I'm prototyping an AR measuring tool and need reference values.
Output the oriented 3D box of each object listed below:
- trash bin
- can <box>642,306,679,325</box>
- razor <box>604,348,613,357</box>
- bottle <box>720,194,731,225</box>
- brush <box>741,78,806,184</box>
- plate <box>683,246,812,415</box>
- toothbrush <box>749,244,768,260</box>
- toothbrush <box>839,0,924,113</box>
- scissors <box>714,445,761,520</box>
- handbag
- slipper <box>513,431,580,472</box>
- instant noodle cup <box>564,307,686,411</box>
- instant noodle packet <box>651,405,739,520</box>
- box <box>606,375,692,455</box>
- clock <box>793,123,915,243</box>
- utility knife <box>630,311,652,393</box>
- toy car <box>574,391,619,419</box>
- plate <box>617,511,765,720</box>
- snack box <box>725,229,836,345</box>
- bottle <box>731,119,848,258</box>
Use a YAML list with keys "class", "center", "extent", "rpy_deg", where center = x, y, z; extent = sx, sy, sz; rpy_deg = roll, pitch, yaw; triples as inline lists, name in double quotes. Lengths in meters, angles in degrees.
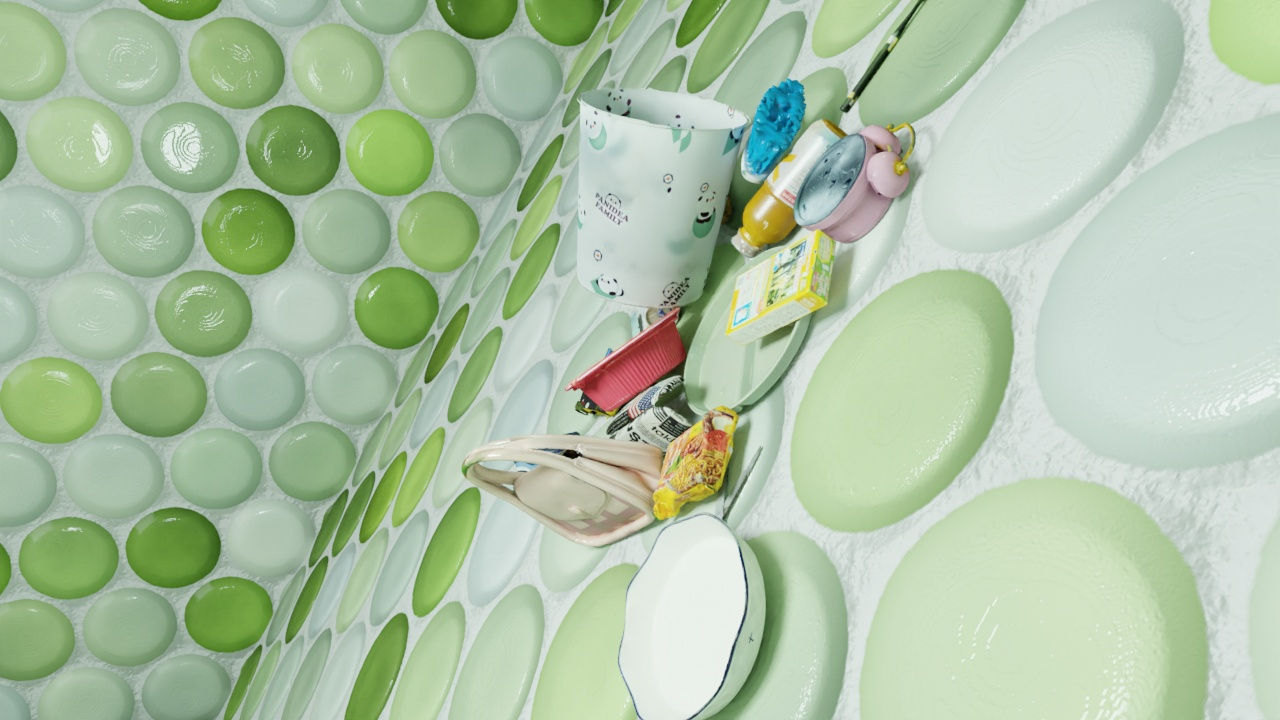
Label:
- class: "trash bin"
  center: [0.016, -0.222, 1.254]
  extent: [0.229, 0.229, 0.252]
  rpy_deg: [-107, 22, -61]
- class: "can"
  center: [0.029, -0.103, 1.378]
  extent: [0.053, 0.053, 0.134]
  rpy_deg: [-49, 25, 29]
- class: "razor"
  center: [-0.030, 0.008, 1.413]
  extent: [0.042, 0.022, 0.143]
  rpy_deg: [-68, 20, -3]
- class: "bottle"
  center: [0.103, -0.269, 1.408]
  extent: [0.058, 0.057, 0.174]
  rpy_deg: [-49, 25, 29]
- class: "brush"
  center: [0.188, -0.336, 1.233]
  extent: [0.110, 0.060, 0.313]
  rpy_deg: [114, 180, -50]
- class: "plate"
  center: [0.130, -0.033, 1.106]
  extent: [0.231, 0.027, 0.229]
  rpy_deg: [-48, 25, 30]
- class: "toothbrush"
  center: [0.186, -0.207, 1.207]
  extent: [0.180, 0.016, 0.016]
  rpy_deg: [-64, 24, -8]
- class: "toothbrush"
  center: [0.312, -0.397, 1.167]
  extent: [0.186, 0.012, 0.017]
  rpy_deg: [-56, 17, 14]
- class: "scissors"
  center: [0.083, 0.172, 0.988]
  extent: [0.160, 0.014, 0.180]
  rpy_deg: [-46, 24, 28]
- class: "handbag"
  center: [-0.104, 0.146, 1.124]
  extent: [0.194, 0.234, 0.093]
  rpy_deg: [-35, 41, 51]
- class: "slipper"
  center: [-0.120, 0.160, 1.348]
  extent: [0.253, 0.105, 0.095]
  rpy_deg: [151, 102, -75]
- class: "instant noodle cup"
  center: [-0.007, 0.007, 1.235]
  extent: [0.194, 0.066, 0.194]
  rpy_deg: [-36, 1, 0]
- class: "instant noodle packet"
  center: [0.060, 0.117, 1.045]
  extent: [0.129, 0.044, 0.110]
  rpy_deg: [-46, 20, 55]
- class: "box"
  center: [0.013, 0.072, 1.168]
  extent: [0.163, 0.076, 0.087]
  rpy_deg: [-40, 25, 57]
- class: "clock"
  center: [0.243, -0.200, 1.020]
  extent: [0.159, 0.060, 0.117]
  rpy_deg: [-47, 25, 35]
- class: "utility knife"
  center: [0.000, -0.012, 1.385]
  extent: [0.029, 0.013, 0.221]
  rpy_deg: [-52, 26, 26]
- class: "toy car"
  center: [-0.054, 0.052, 1.387]
  extent: [0.071, 0.041, 0.156]
  rpy_deg: [-66, 21, -11]
- class: "plate"
  center: [0.050, 0.252, 0.891]
  extent: [0.205, 0.045, 0.204]
  rpy_deg: [-42, 36, 41]
- class: "snack box"
  center: [0.156, -0.080, 1.029]
  extent: [0.141, 0.033, 0.086]
  rpy_deg: [-32, 37, 51]
- class: "bottle"
  center: [0.186, -0.208, 1.138]
  extent: [0.190, 0.068, 0.068]
  rpy_deg: [-50, 24, 25]
